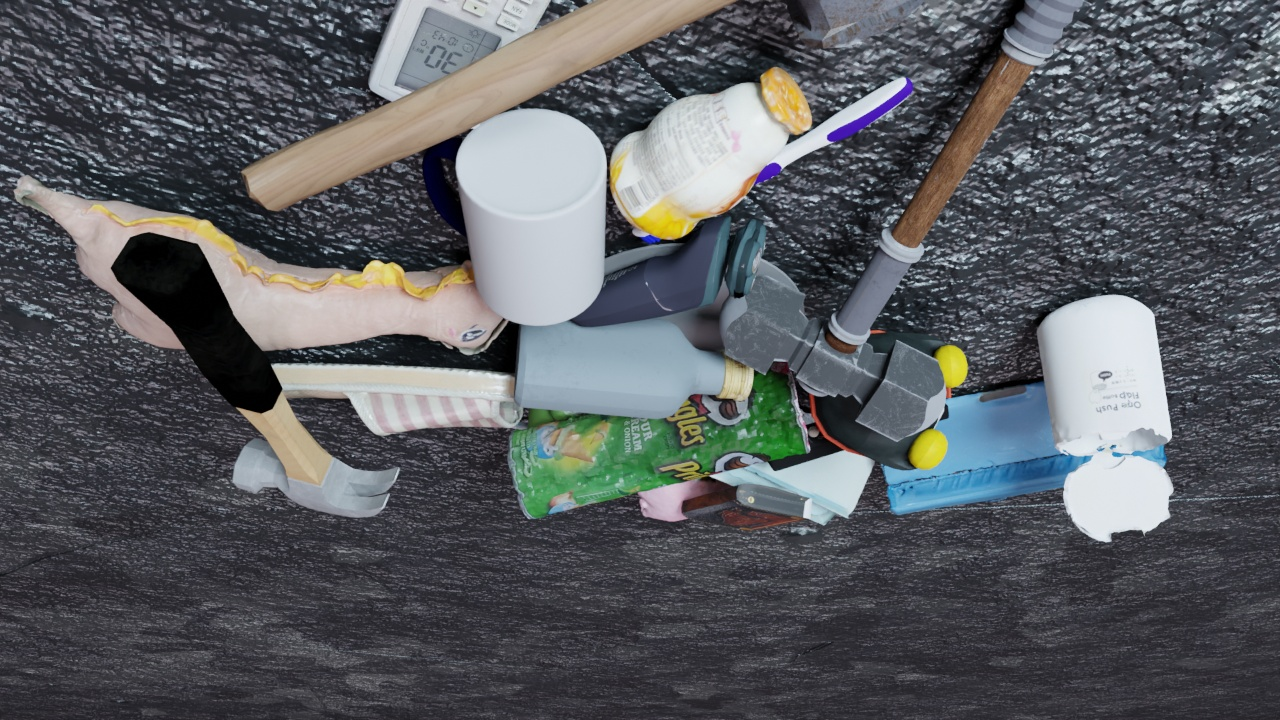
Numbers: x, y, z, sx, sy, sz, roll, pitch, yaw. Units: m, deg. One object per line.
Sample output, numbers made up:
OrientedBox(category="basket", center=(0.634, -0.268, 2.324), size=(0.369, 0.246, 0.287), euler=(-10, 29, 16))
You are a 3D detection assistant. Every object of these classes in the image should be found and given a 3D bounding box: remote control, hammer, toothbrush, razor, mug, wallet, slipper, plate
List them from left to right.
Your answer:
OrientedBox(category="hammer", center=(-0.245, 0.028, 0.596), size=(0.131, 0.039, 0.329), euler=(14, 152, 5))
OrientedBox(category="slipper", center=(-0.181, 0.029, 0.688), size=(0.263, 0.052, 0.115), euler=(3, 178, 1))
OrientedBox(category="remote control", center=(-0.080, -0.165, 0.427), size=(0.060, 0.025, 0.139), euler=(16, 145, -25))
OrientedBox(category="mug", center=(-0.074, -0.085, 0.521), size=(0.112, 0.078, 0.097), euler=(25, 150, 12))
OrientedBox(category="hammer", center=(-0.035, -0.137, 0.406), size=(0.329, 0.052, 0.098), euler=(-21, 144, 14))
OrientedBox(category="razor", center=(0.014, -0.051, 0.575), size=(0.143, 0.047, 0.052), euler=(-15, 118, 30))
OrientedBox(category="plate", center=(0.027, -0.031, 0.659), size=(0.178, 0.012, 0.179), euler=(0, 148, 0))
OrientedBox(category="wallet", center=(0.090, 0.127, 0.792), size=(0.072, 0.019, 0.123), euler=(13, 162, -15))
OrientedBox(category="toothbrush", center=(0.070, -0.111, 0.528), size=(0.187, 0.015, 0.016), euler=(-24, 143, 32))
OrientedBox(category="remote control", center=(0.172, 0.055, 0.743), size=(0.150, 0.034, 0.013), euler=(-17, 116, -3))
OrientedBox(category="hammer", center=(0.161, -0.092, 0.501), size=(0.156, 0.042, 0.323), euler=(27, 134, 5))

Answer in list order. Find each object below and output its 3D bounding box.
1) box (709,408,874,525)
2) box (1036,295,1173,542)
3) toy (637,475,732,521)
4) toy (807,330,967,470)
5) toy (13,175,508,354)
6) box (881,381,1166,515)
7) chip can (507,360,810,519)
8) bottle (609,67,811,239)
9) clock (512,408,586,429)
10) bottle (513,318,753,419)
OrientedBox(category="box", center=(0.122, 0.075, 0.803), size=(0.198, 0.085, 0.096), euler=(25, 110, -37))
OrientedBox(category="box", center=(0.335, 0.044, 0.655), size=(0.085, 0.159, 0.118), euler=(-5, 159, 18))
OrientedBox(category="toy", center=(0.039, 0.126, 0.877), size=(0.102, 0.050, 0.093), euler=(9, 144, -20))
OrientedBox(category="toy", center=(0.172, 0.025, 0.679), size=(0.100, 0.097, 0.119), euler=(15, 178, 1))
OrientedBox(category="toy", center=(-0.214, -0.051, 0.577), size=(0.264, 0.065, 0.196), euler=(-1, 153, -1))
OrientedBox(category="box", center=(0.328, 0.086, 0.802), size=(0.232, 0.066, 0.173), euler=(-13, 144, 15))
OrientedBox(category="chip can", center=(0.011, 0.061, 0.695), size=(0.223, 0.075, 0.075), euler=(-15, 147, 5))
OrientedBox(category="bottle", center=(0.036, -0.110, 0.482), size=(0.109, 0.063, 0.063), euler=(-26, 140, 37))
OrientedBox(category="clock", center=(-0.050, 0.056, 0.772), size=(0.094, 0.042, 0.120), euler=(21, 142, -33))
OrientedBox(category="bottle", center=(-0.004, 0.004, 0.632), size=(0.161, 0.072, 0.046), euler=(6, 143, -10))
